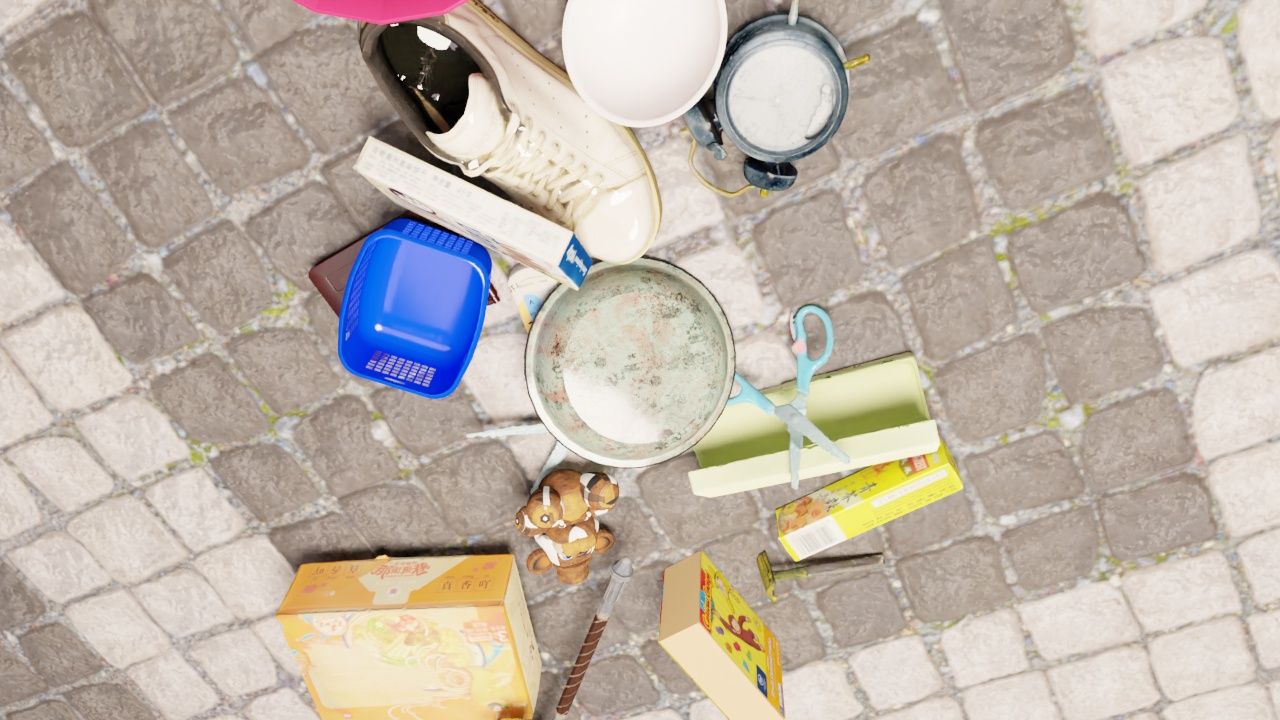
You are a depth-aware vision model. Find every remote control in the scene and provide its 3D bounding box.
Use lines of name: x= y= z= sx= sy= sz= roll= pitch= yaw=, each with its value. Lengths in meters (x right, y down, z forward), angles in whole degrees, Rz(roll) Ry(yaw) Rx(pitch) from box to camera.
remote control: x=-0.064 y=-0.018 z=0.701 sx=0.038 sy=0.018 sz=0.126 roll=-13 pitch=117 yaw=11

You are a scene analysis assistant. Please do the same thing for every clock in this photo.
clock: x=0.082 y=-0.163 z=0.595 sx=0.090 sy=0.052 sz=0.130 roll=33 pitch=120 yaw=-12

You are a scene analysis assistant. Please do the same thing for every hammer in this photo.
hammer: x=-0.063 y=0.294 z=0.816 sx=0.044 sy=0.098 sz=0.323 roll=16 pitch=118 yaw=-9

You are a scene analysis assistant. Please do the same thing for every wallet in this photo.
wallet: x=-0.178 y=-0.058 z=0.691 sx=0.116 sy=0.018 sz=0.091 roll=-26 pitch=112 yaw=15

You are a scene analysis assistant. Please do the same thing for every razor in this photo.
razor: x=0.155 y=0.177 z=0.777 sx=0.106 sy=0.042 sz=0.026 roll=-8 pitch=114 yaw=-1

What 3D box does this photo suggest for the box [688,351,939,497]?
box: x=0.131 y=0.064 z=0.708 sx=0.188 sy=0.089 sz=0.078 roll=-16 pitch=146 yaw=12

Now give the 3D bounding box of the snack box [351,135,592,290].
snack box: x=-0.108 y=-0.095 z=0.609 sx=0.150 sy=0.082 sz=0.026 roll=26 pitch=85 yaw=7

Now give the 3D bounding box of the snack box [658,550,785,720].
snack box: x=0.070 y=0.241 z=0.783 sx=0.040 sy=0.088 sz=0.126 roll=-32 pitch=111 yaw=19

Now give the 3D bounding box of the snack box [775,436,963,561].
snack box: x=0.180 y=0.111 z=0.733 sx=0.148 sy=0.040 sz=0.029 roll=-29 pitch=112 yaw=18

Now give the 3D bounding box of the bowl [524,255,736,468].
bowl: x=-0.004 y=0.004 z=0.659 sx=0.157 sy=0.038 sz=0.157 roll=-1 pitch=96 yaw=-8

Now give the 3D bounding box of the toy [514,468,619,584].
toy: x=-0.058 y=0.137 z=0.752 sx=0.087 sy=0.067 sz=0.113 roll=-15 pitch=122 yaw=-19

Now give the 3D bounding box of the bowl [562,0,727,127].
bowl: x=0.009 y=-0.203 z=0.577 sx=0.110 sy=0.040 sz=0.110 roll=5 pitch=103 yaw=24

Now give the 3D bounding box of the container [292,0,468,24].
container: x=-0.103 y=-0.279 z=0.451 sx=0.183 sy=0.225 sz=0.183 roll=2 pitch=117 yaw=4

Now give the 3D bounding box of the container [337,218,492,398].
container: x=-0.159 y=-0.040 z=0.659 sx=0.096 sy=0.058 sz=0.114 roll=18 pitch=113 yaw=-8

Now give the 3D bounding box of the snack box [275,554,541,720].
snack box: x=-0.196 y=0.242 z=0.810 sx=0.195 sy=0.080 sz=0.145 roll=-4 pitch=122 yaw=6

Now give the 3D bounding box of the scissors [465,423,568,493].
scissors: x=-0.054 y=0.048 z=0.727 sx=0.171 sy=0.023 sz=0.169 roll=-3 pitch=134 yaw=-2

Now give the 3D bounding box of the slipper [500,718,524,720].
slipper: x=-0.157 y=0.384 z=0.822 sx=0.078 sy=0.099 sz=0.264 roll=8 pitch=146 yaw=-22

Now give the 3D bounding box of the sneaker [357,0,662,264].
sneaker: x=-0.080 y=-0.146 z=0.587 sx=0.241 sy=0.102 sz=0.089 roll=41 pitch=114 yaw=-16

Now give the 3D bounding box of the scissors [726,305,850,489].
scissors: x=0.098 y=0.027 z=0.678 sx=0.126 sy=0.136 sz=0.015 roll=-3 pitch=163 yaw=29
